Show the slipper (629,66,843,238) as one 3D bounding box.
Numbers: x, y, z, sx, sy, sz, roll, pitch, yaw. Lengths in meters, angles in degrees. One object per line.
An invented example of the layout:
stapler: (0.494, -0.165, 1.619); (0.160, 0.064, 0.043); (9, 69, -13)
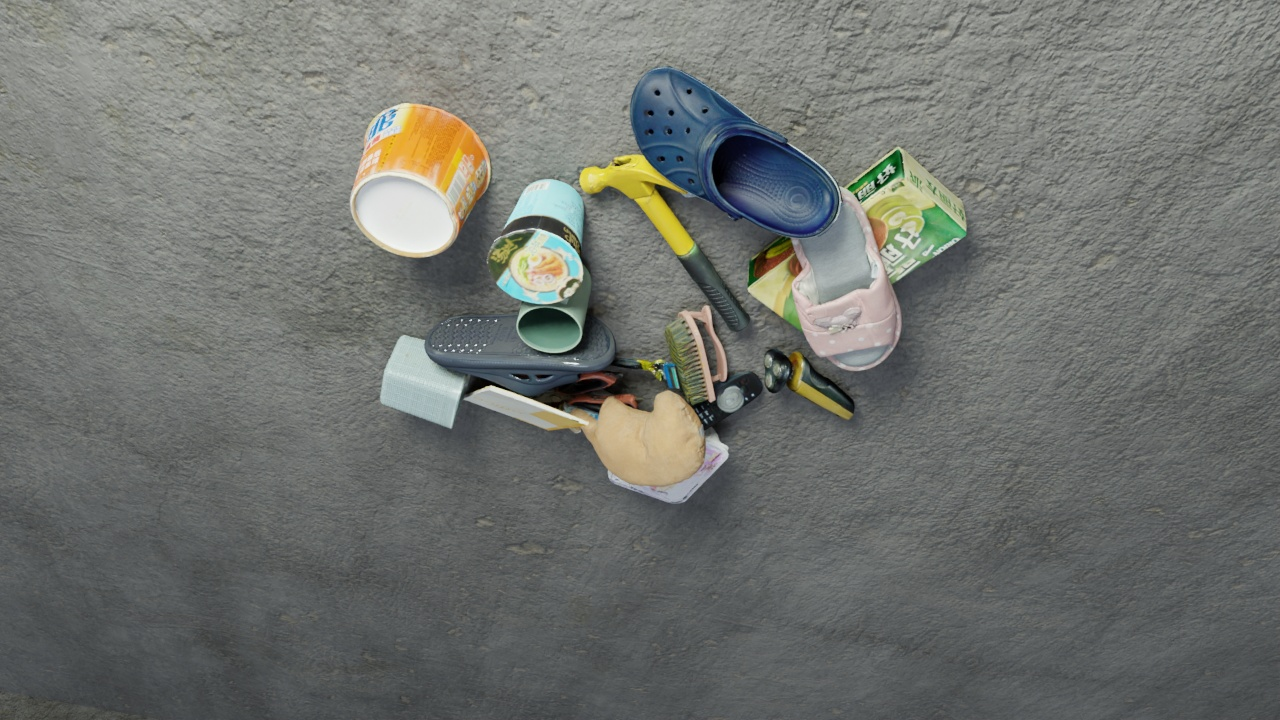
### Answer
slipper: (0.089, -0.203, 0.941); (0.253, 0.095, 0.105); (34, 109, 5)

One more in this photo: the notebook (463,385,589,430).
notebook: (-0.169, 0.070, 1.318); (0.145, 0.010, 0.207); (22, 167, -18)

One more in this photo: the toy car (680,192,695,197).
toy car: (0.086, -0.216, 1.034); (0.106, 0.031, 0.049); (-16, 133, 23)

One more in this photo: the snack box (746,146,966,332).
snack box: (0.247, -0.132, 1.077); (0.114, 0.063, 0.241); (33, 132, -24)

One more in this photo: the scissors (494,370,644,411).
scissors: (-0.107, 0.045, 1.326); (0.197, 0.015, 0.215); (23, 146, -21)

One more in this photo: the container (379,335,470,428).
container: (-0.305, 0.027, 1.313); (0.111, 0.089, 0.090); (18, 137, -6)

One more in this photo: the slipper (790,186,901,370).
slipper: (0.232, -0.079, 1.049); (0.114, 0.054, 0.274); (-9, 133, 18)

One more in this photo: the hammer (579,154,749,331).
hammer: (0.055, -0.135, 1.111); (0.129, 0.032, 0.301); (-2, 144, 37)

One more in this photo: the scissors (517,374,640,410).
scissors: (-0.083, 0.024, 1.325); (0.235, 0.021, 0.125); (14, 137, -7)

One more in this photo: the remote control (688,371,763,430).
remote control: (0.111, 0.059, 1.313); (0.136, 0.024, 0.053); (-32, 114, 7)

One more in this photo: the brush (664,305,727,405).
brush: (0.076, -0.012, 1.240); (0.073, 0.063, 0.146); (-24, 134, -9)

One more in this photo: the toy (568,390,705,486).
toy: (-0.013, 0.115, 1.299); (0.226, 0.082, 0.143); (-6, 101, 31)

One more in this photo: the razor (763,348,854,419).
razor: (0.236, 0.039, 1.276); (0.167, 0.062, 0.068); (30, 101, -30)

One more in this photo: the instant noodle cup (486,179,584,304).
instant noodle cup: (-0.112, -0.145, 1.072); (0.111, 0.120, 0.111); (5, 136, 4)

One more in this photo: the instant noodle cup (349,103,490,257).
instant noodle cup: (-0.255, -0.197, 1.042); (0.151, 0.111, 0.152); (4, 138, 3)

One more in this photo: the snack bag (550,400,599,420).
snack bag: (-0.089, 0.087, 1.391); (0.104, 0.026, 0.048); (23, 124, -17)

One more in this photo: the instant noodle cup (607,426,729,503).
instant noodle cup: (0.042, 0.140, 1.406); (0.138, 0.060, 0.174); (22, 134, -15)

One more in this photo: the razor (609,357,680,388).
razor: (-0.008, 0.007, 1.271); (0.143, 0.022, 0.043); (10, 132, 31)

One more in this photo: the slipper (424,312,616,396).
slipper: (-0.157, -0.008, 1.238); (0.268, 0.110, 0.083); (2, 134, 15)

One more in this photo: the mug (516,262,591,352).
mug: (-0.102, -0.084, 1.145); (0.082, 0.106, 0.112); (19, 138, -12)
